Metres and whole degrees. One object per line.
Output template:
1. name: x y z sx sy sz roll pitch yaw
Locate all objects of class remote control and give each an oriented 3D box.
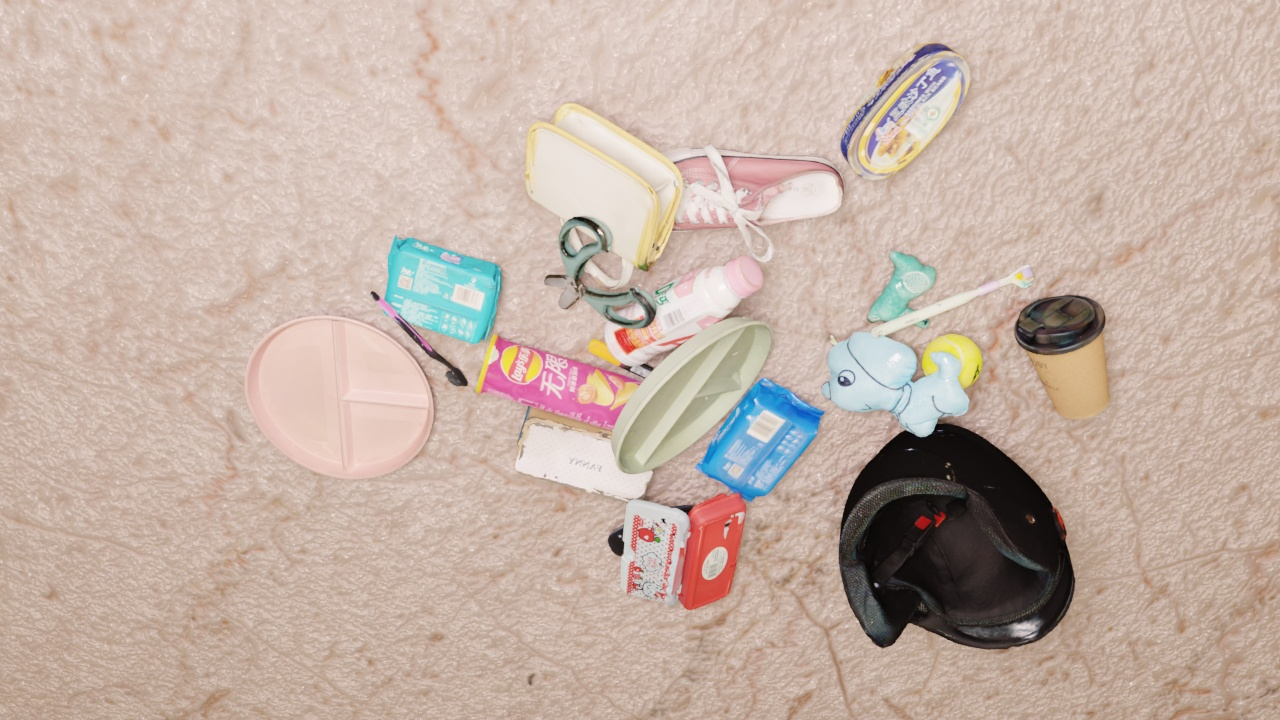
1. remote control: 0.023 0.219 1.199 0.136 0.024 0.053 -20 119 12

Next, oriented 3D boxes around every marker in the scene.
1. marker: -0.007 0.006 1.096 0.124 0.015 0.018 27 117 -14

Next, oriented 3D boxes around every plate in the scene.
1. plate: -0.365 0.045 1.122 0.229 0.028 0.230 1 119 2
2. plate: 0.056 0.037 1.018 0.027 0.229 0.231 46 117 24

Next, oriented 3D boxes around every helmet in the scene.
1. helmet: 0.364 0.207 1.066 0.274 0.229 0.234 41 126 -16

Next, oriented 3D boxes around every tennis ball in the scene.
1. tennis ball: 0.356 0.002 1.049 0.065 0.065 0.065 1 118 2

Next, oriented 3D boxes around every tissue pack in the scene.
1. tissue pack: -0.226 -0.080 1.038 0.133 0.050 0.093 18 119 -7
2. tissue pack: 0.144 0.098 1.116 0.095 0.052 0.157 29 115 -11

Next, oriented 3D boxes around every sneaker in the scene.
1. sneaker: 0.093 -0.170 0.955 0.241 0.087 0.118 -1 117 6

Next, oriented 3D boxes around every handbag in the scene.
1. handbag: -0.043 -0.161 0.960 0.163 0.063 0.179 34 142 16

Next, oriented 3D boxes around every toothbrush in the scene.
1. toothbrush: -0.254 -0.021 1.052 0.018 0.014 0.189 -13 142 20
2. toothbrush: 0.347 -0.063 1.025 0.189 0.020 0.029 -21 121 1

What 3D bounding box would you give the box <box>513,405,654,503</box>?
1. box: -0.072 0.109 1.126 0.184 0.063 0.090 19 116 -5

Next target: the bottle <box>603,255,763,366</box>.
1. bottle: 0.046 -0.056 0.994 0.197 0.068 0.068 -28 115 40

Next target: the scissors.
1. scissors: -0.044 -0.075 0.992 0.172 0.019 0.177 45 148 2

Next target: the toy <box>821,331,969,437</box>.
1. toy: 0.282 0.022 1.048 0.162 0.049 0.156 -42 78 38

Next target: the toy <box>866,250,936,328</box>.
1. toy: 0.298 -0.073 1.035 0.096 0.030 0.092 22 121 -17

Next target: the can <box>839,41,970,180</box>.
1. can: 0.266 -0.251 0.929 0.074 0.049 0.148 35 114 -15

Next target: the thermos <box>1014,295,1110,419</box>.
1. thermos: 0.481 -0.004 1.033 0.093 0.093 0.143 -23 122 13

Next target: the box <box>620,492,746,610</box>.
1. box: 0.053 0.247 1.171 0.160 0.063 0.201 -2 133 -7

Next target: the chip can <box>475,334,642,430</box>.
1. chip can: -0.082 0.033 1.081 0.210 0.071 0.072 17 117 -7
